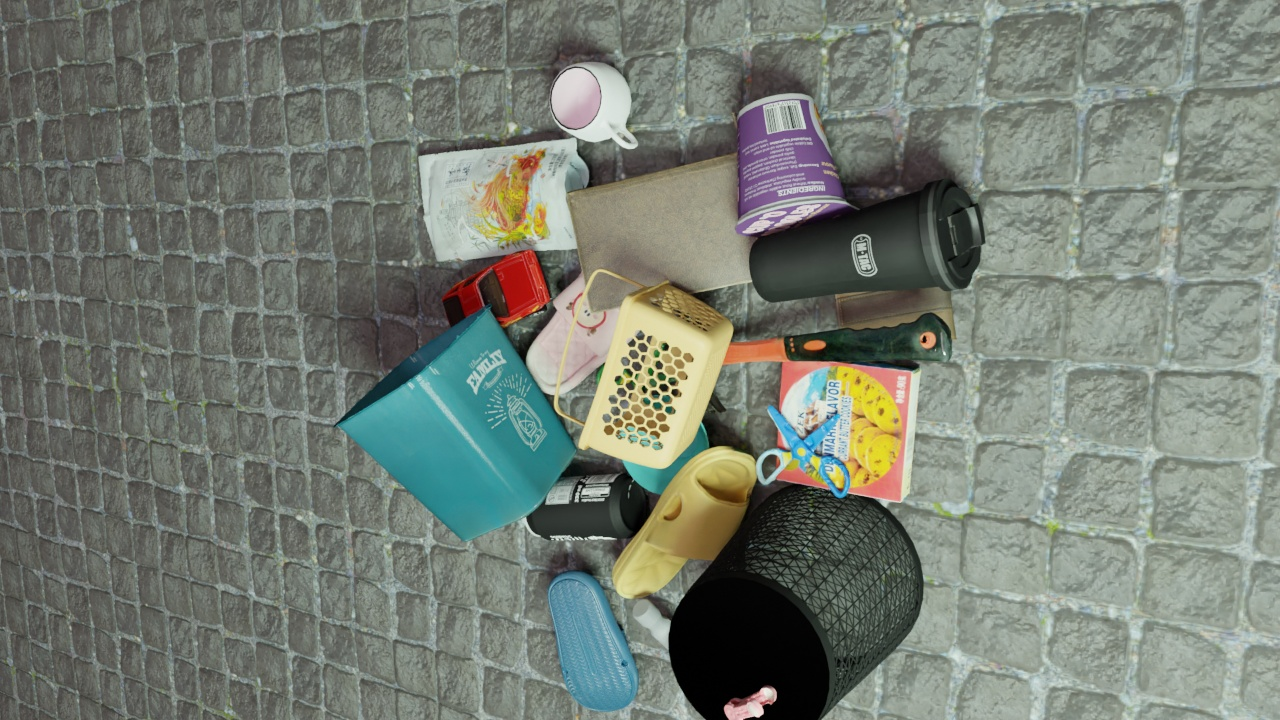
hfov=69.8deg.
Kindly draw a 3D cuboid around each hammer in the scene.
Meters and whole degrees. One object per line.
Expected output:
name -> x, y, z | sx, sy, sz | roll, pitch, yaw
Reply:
hammer -> 0.103, 0.369, 1.020 | 0.125, 0.029, 0.311 | 50, 166, -29
hammer -> 0.170, -0.013, 0.970 | 0.334, 0.033, 0.133 | -5, 89, 45

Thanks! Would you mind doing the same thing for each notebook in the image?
notebook -> 0.027, -0.164, 1.048 | 0.216, 0.034, 0.190 | -9, 95, 16

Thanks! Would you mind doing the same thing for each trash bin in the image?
trash bin -> 0.156, 0.261, 0.951 | 0.217, 0.242, 0.217 | 5, 101, 29
trash bin -> -0.216, 0.086, 1.145 | 0.200, 0.196, 0.218 | -27, 107, 35

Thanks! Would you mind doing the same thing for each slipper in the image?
slipper -> -0.068, -0.042, 1.139 | 0.107, 0.055, 0.222 | 48, 117, 13
slipper -> 0.058, 0.208, 1.076 | 0.264, 0.099, 0.078 | -54, 43, 30
slipper -> -0.059, 0.366, 1.200 | 0.104, 0.059, 0.214 | -8, 106, 21

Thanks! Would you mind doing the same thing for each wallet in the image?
wallet -> 0.265, -0.060, 0.964 | 0.121, 0.026, 0.098 | -8, 89, 32

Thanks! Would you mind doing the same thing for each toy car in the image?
toy car -> -0.188, -0.081, 1.190 | 0.190, 0.056, 0.081 | -20, 89, 40

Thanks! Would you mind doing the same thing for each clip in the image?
clip -> 0.102, 0.312, 0.838 | 0.023, 0.050, 0.059 | 58, 161, 12

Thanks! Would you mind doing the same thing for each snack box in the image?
snack box -> 0.223, 0.070, 0.999 | 0.145, 0.040, 0.142 | 7, 102, 29

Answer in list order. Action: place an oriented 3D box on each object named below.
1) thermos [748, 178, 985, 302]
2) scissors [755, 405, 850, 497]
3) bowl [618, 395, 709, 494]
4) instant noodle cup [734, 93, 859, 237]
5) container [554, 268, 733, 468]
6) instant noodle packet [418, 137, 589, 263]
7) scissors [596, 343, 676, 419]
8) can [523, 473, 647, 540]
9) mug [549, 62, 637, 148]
thermos -> 0.221, -0.109, 0.924 | 0.219, 0.105, 0.106 | -8, 94, 37
scissors -> 0.176, 0.102, 1.002 | 0.130, 0.013, 0.125 | -40, 78, 27
bowl -> 0.037, 0.098, 1.106 | 0.121, 0.046, 0.121 | 5, 101, 29
instant noodle cup -> 0.158, -0.206, 0.962 | 0.136, 0.122, 0.122 | -6, 84, -14
container -> -0.006, 0.006, 1.012 | 0.167, 0.129, 0.184 | 24, 112, 15
instant noodle packet -> -0.184, -0.204, 1.181 | 0.270, 0.057, 0.147 | 0, 101, 33
scissors -> 0.002, 0.036, 1.136 | 0.130, 0.012, 0.117 | -6, 96, 32
can -> -0.071, 0.186, 1.162 | 0.146, 0.080, 0.080 | -8, 94, 30
mug -> -0.045, -0.291, 1.072 | 0.124, 0.076, 0.090 | 50, 118, 13
